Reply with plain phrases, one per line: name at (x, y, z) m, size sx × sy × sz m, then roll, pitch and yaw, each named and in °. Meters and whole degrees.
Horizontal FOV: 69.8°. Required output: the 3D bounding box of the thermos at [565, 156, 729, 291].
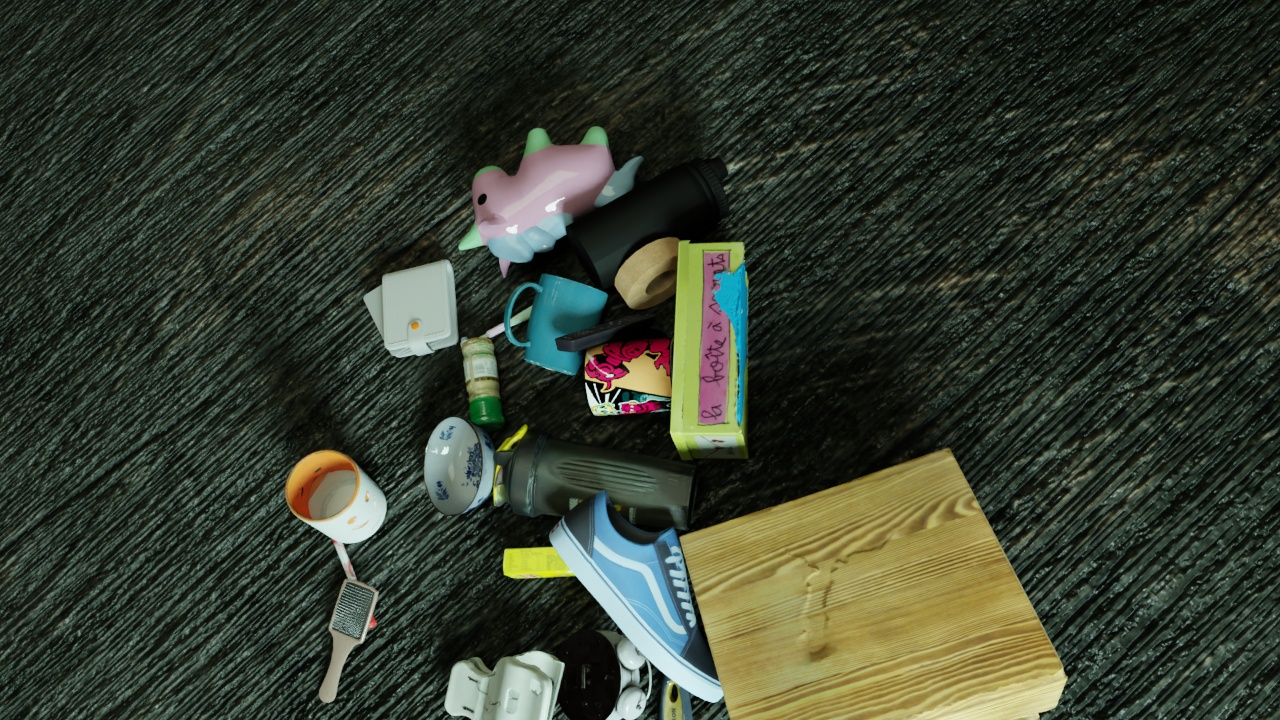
thermos at (0.019, -0.168, 1.081) m, size 0.198 × 0.086 × 0.086 m, roll -30°, pitch 68°, yaw -8°

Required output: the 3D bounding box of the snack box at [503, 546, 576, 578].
snack box at (-0.073, 0.219, 1.003) m, size 0.148 × 0.040 × 0.029 m, roll -5°, pitch 70°, yaw 11°

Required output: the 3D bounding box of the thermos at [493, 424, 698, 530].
thermos at (-0.051, 0.132, 1.002) m, size 0.221 × 0.098 × 0.098 m, roll 7°, pitch 73°, yaw 10°

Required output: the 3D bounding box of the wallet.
wallet at (-0.290, -0.061, 1.147) m, size 0.115 × 0.037 × 0.118 m, roll -13°, pitch 66°, yaw 8°

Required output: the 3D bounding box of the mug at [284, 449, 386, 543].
mug at (-0.343, 0.156, 1.042) m, size 0.082 × 0.105 × 0.082 m, roll -1°, pitch 66°, yaw 2°

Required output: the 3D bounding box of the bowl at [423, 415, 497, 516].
bowl at (-0.198, 0.120, 1.050) m, size 0.114 × 0.045 × 0.114 m, roll -6°, pitch 81°, yaw 44°

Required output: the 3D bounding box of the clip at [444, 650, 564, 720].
clip at (-0.131, 0.362, 0.956) m, size 0.152 × 0.101 × 0.126 m, roll 12°, pitch 88°, yaw 52°

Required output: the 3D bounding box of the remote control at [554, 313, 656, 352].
remote control at (-0.037, -0.033, 1.044) m, size 0.032 × 0.136 × 0.015 m, roll 7°, pitch 109°, yaw 44°

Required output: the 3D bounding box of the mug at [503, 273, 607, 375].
mug at (-0.105, -0.043, 1.065) m, size 0.084 × 0.112 × 0.104 m, roll 14°, pitch 87°, yaw 62°

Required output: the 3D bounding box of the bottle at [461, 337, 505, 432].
bottle at (-0.188, 0.029, 1.092) m, size 0.043 × 0.043 × 0.111 m, roll -14°, pitch 68°, yaw 7°

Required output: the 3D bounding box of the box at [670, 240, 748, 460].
box at (0.078, -0.010, 1.005) m, size 0.079 × 0.124 × 0.220 m, roll -2°, pitch 73°, yaw 9°

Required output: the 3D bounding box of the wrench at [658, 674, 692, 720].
wrench at (0.036, 0.452, 0.910) m, size 0.073 × 0.022 × 0.273 m, roll -7°, pitch 71°, yaw 17°

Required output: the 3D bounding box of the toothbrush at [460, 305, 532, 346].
toothbrush at (-0.150, -0.052, 1.124) m, size 0.155 × 0.022 × 0.015 m, roll -26°, pitch 94°, yaw 2°

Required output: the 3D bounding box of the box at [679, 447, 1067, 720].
box at (0.206, 0.250, 0.882) m, size 0.279 × 0.192 × 0.251 m, roll -20°, pitch 54°, yaw 5°

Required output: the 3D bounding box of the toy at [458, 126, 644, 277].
toy at (-0.107, -0.197, 1.120) m, size 0.222 × 0.120 × 0.170 m, roll -1°, pitch 67°, yaw 7°

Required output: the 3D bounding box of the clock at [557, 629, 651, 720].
clock at (-0.035, 0.323, 0.936) m, size 0.123 × 0.035 × 0.094 m, roll -15°, pitch 69°, yaw 39°

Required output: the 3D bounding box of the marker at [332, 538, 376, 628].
marker at (-0.338, 0.245, 1.067) m, size 0.013 × 0.013 × 0.142 m, roll -31°, pitch 68°, yaw 1°

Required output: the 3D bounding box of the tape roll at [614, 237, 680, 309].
tape roll at (0.017, -0.100, 1.062) m, size 0.094 × 0.094 × 0.027 m, roll -34°, pitch 68°, yaw 0°

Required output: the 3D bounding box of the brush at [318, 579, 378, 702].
brush at (-0.337, 0.317, 1.032) m, size 0.050 × 0.015 × 0.135 m, roll 13°, pitch 82°, yaw 23°

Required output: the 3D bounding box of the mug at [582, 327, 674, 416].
mug at (-0.006, 0.006, 1.046) m, size 0.098 × 0.082 × 0.117 m, roll -5°, pitch 43°, yaw 11°

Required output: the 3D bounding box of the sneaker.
sneaker at (0.021, 0.231, 0.924) m, size 0.098 × 0.083 × 0.241 m, roll -43°, pitch 87°, yaw 5°
